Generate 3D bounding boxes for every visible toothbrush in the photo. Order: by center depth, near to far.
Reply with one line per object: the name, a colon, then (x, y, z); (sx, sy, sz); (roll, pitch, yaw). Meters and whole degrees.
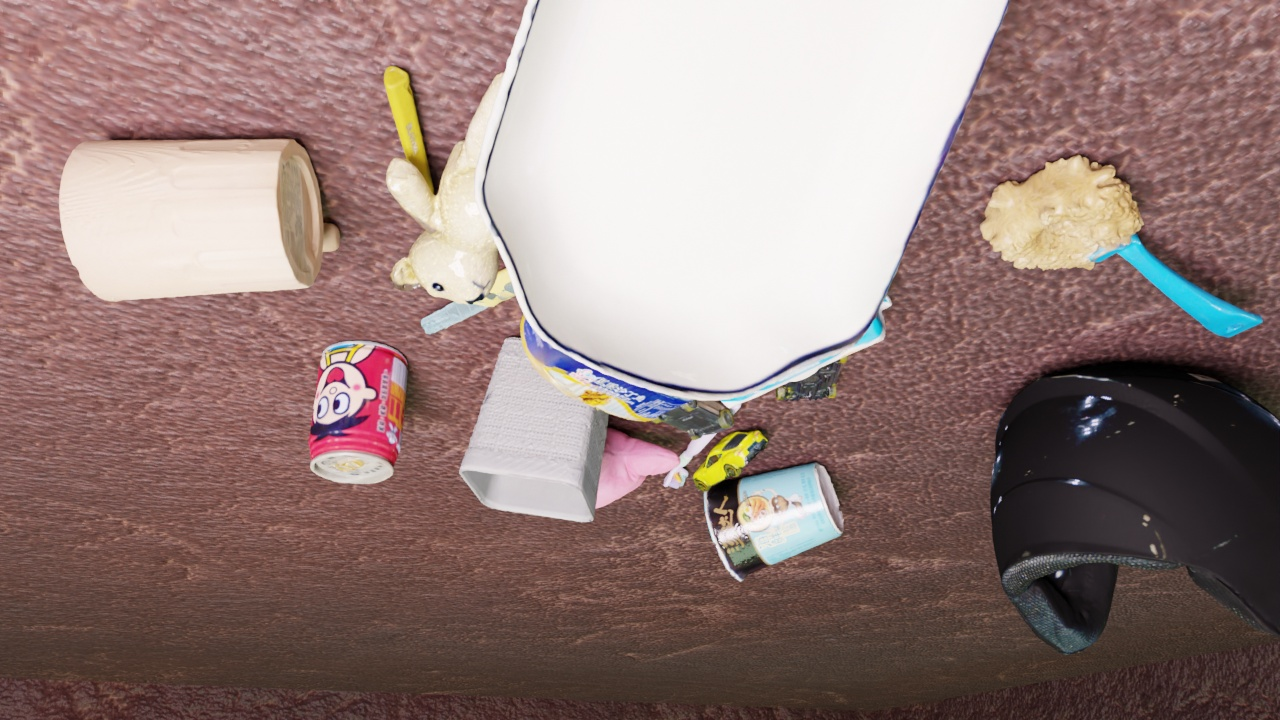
toothbrush: (-0.119, -0.095, 0.528); (0.016, 0.015, 0.190); (-5, 153, -4)
toothbrush: (0.058, 0.080, 0.875); (0.029, 0.021, 0.190); (-25, 161, -27)

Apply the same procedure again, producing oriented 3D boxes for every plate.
plate: (0.043, -0.117, 0.307); (0.162, 0.266, 0.034); (16, -171, -26)

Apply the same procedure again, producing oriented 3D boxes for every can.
can: (-0.014, -0.006, 0.646); (0.049, 0.074, 0.148); (-26, 145, 33)
can: (-0.214, 0.040, 0.698); (0.066, 0.093, 0.067); (-2, 153, -1)

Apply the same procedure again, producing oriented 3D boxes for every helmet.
helmet: (0.419, 0.116, 0.747); (0.274, 0.230, 0.234); (-1, 164, -24)

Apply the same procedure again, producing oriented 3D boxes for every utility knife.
utility knife: (-0.078, -0.056, 0.614); (0.208, 0.021, 0.031); (-17, 144, 35)

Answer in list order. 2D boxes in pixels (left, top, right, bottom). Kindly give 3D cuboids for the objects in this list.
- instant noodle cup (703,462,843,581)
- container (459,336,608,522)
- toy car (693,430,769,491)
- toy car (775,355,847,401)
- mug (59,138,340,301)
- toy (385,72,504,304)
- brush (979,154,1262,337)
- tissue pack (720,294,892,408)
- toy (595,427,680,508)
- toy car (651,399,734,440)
instant noodle cup: (0.143, 0.159, 0.958); (0.121, 0.111, 0.111); (-22, 148, 19)
container: (-0.072, 0.050, 0.694); (0.090, 0.114, 0.090); (7, 154, 9)
toy car: (0.081, 0.094, 0.880); (0.032, 0.048, 0.105); (49, 147, 2)
toy car: (0.132, 0.002, 0.715); (0.049, 0.031, 0.106); (-4, 154, 2)
mug: (-0.232, -0.074, 0.505); (0.103, 0.084, 0.125); (-2, 177, -3)
toy: (-0.079, -0.089, 0.488); (0.105, 0.066, 0.158); (-9, 151, -42)
brush: (0.319, -0.059, 0.583); (0.254, 0.045, 0.083); (21, 142, -27)
tissue pack: (0.093, -0.026, 0.597); (0.140, 0.063, 0.090); (-25, 150, 10)
toy: (-0.059, 0.106, 0.864); (0.195, 0.074, 0.178); (-19, 159, 37)
toy car: (0.043, 0.040, 0.777); (0.042, 0.035, 0.090); (-22, 143, 36)
